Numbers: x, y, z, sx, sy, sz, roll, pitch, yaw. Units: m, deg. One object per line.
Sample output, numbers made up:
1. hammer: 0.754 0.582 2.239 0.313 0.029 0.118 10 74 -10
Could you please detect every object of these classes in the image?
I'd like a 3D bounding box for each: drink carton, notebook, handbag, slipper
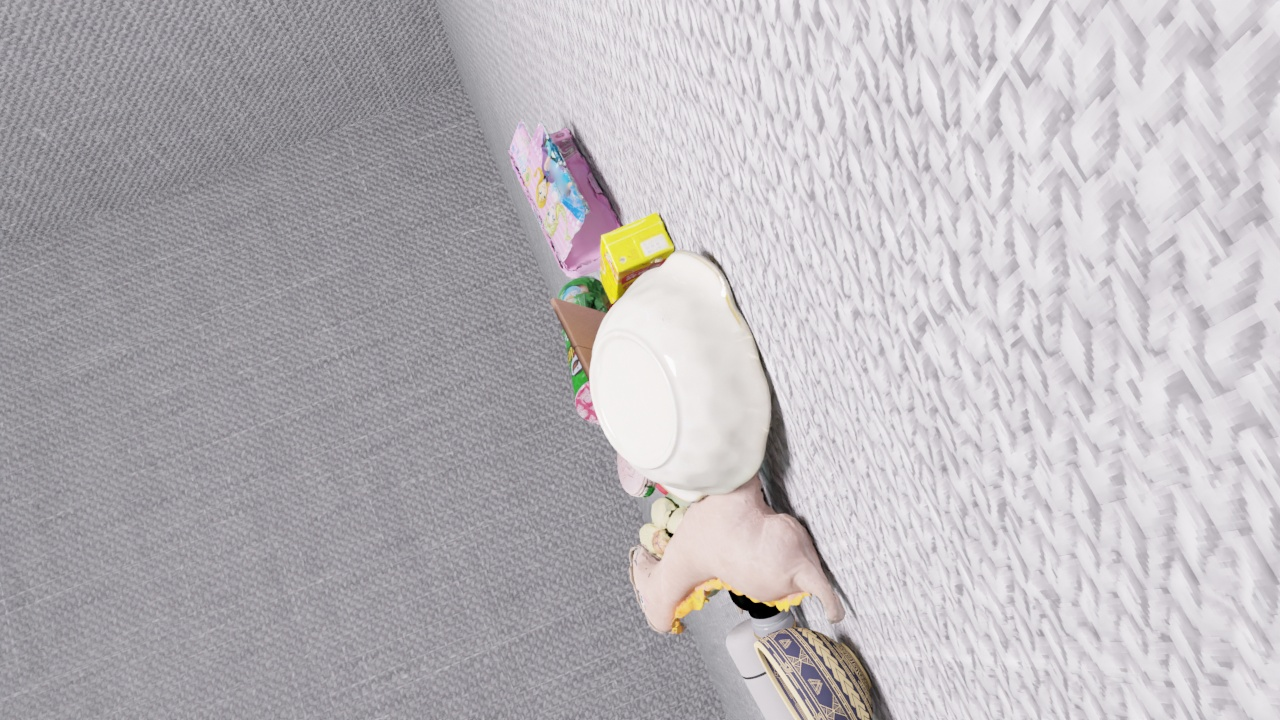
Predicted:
1. drink carton: -0.005 -0.091 0.869 0.135 0.058 0.043 103 142 -78
2. notebook: -0.006 0.006 0.950 0.008 0.141 0.209 -62 31 22
3. handbag: 0.054 0.223 1.088 0.113 0.116 0.187 62 155 27
4. slipper: 0.014 0.063 1.107 0.094 0.064 0.238 117 158 -46

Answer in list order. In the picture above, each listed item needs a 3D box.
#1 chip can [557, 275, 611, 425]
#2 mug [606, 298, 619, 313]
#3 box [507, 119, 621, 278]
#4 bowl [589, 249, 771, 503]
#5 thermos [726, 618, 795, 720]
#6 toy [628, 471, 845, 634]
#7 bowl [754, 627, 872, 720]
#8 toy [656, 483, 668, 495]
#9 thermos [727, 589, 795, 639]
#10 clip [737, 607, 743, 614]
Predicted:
1. chip can: -0.056 -0.019 1.127 0.223 0.075 0.075 -105 -1 -51
2. mug: 0.010 -0.022 0.857 0.073 0.082 0.105 78 168 -58
3. box: -0.091 -0.209 1.071 0.097 0.085 0.230 80 167 -52
4. bowl: 0.014 0.024 0.719 0.188 0.060 0.220 35 131 42
5. thermos: 0.158 0.366 0.928 0.224 0.052 0.052 60 174 0
6. toy: 0.067 0.199 0.812 0.196 0.065 0.265 58 143 30
7. bowl: 0.147 0.260 0.733 0.112 0.061 0.112 58 172 12
8. toy: 0.046 0.139 1.170 0.135 0.045 0.091 56 -145 -3
9. thermos: 0.099 0.175 0.874 0.061 0.061 0.231 -138 27 -76
10. clip: 0.123 0.296 1.171 0.061 0.043 0.025 56 166 38
